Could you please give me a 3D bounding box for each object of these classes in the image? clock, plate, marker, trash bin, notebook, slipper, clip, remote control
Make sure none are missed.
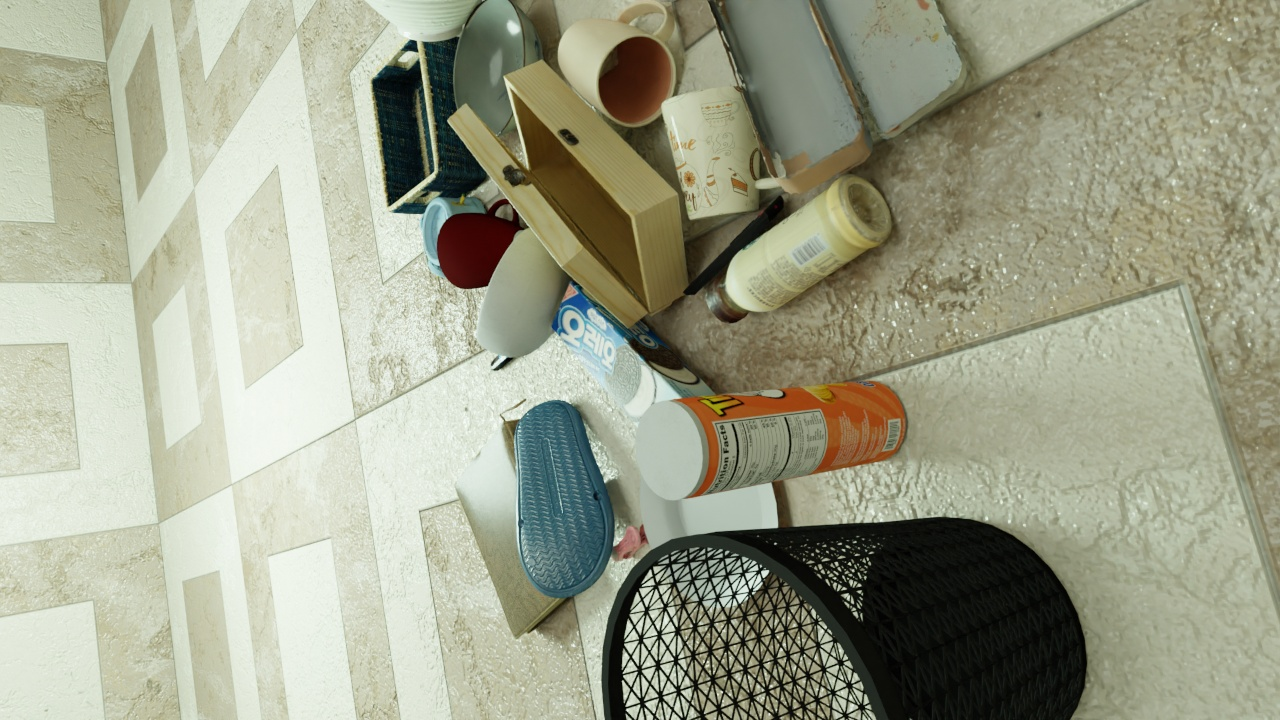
[{"bbox_3d":[-0.234,-0.152,1.125,0.125,0.051,0.088,-22,77,49],"label":"clock"},{"bbox_3d":[0.063,0.132,0.822,0.173,0.019,0.173,5,96,49],"label":"plate"},{"bbox_3d":[-0.142,-0.016,1.056,0.123,0.015,0.018,-35,63,48],"label":"marker"},{"bbox_3d":[0.138,0.196,0.565,0.217,0.242,0.217,5,96,49],"label":"trash bin"},{"bbox_3d":[-0.132,0.179,1.041,0.191,0.034,0.215,-49,57,39],"label":"notebook"},{"bbox_3d":[-0.078,0.139,0.949,0.104,0.059,0.213,-19,60,14],"label":"slipper"},{"bbox_3d":[-0.013,0.181,0.902,0.022,0.038,0.059,59,136,24],"label":"clip"},{"bbox_3d":[0.077,-0.093,0.777,0.010,0.039,0.125,45,137,-2],"label":"remote control"}]

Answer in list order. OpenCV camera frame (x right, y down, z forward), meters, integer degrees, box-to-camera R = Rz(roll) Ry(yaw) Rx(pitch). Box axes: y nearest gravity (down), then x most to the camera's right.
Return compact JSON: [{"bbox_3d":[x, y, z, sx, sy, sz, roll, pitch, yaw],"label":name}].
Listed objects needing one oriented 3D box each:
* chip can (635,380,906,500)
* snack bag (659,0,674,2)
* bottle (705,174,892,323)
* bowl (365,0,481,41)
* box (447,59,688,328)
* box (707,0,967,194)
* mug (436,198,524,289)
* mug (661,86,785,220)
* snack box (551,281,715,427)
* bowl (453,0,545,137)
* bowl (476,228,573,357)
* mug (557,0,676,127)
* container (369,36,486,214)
[{"bbox_3d":[0.096,0.051,0.629,0.062,0.209,0.062,5,96,49],"label":"chip can"},{"bbox_3d":[0.033,-0.384,0.807,0.077,0.036,0.116,-13,83,48],"label":"snack bag"},{"bbox_3d":[0.116,-0.080,0.715,0.163,0.056,0.056,-34,67,46],"label":"bottle"},{"bbox_3d":[-0.242,-0.410,1.043,0.177,0.177,0.071,44,143,38],"label":"bowl"},{"bbox_3d":[-0.072,-0.148,0.856,0.249,0.122,0.141,52,161,35],"label":"box"},{"bbox_3d":[0.134,-0.245,0.669,0.154,0.058,0.216,-28,62,26],"label":"box"},{"bbox_3d":[-0.163,-0.137,1.035,0.089,0.087,0.113,0,61,32],"label":"mug"},{"bbox_3d":[0.082,-0.170,0.752,0.122,0.081,0.097,-5,97,23],"label":"mug"},{"bbox_3d":[-0.005,0.005,0.844,0.226,0.059,0.060,47,121,46],"label":"snack box"},{"bbox_3d":[-0.144,-0.316,1.003,0.151,0.056,0.151,5,97,49],"label":"bowl"},{"bbox_3d":[-0.109,-0.063,0.942,0.064,0.131,0.132,24,117,4],"label":"bowl"},{"bbox_3d":[-0.018,-0.285,0.850,0.111,0.085,0.104,-50,44,5],"label":"mug"},{"bbox_3d":[-0.263,-0.289,1.133,0.146,0.071,0.187,-18,79,49],"label":"container"}]
